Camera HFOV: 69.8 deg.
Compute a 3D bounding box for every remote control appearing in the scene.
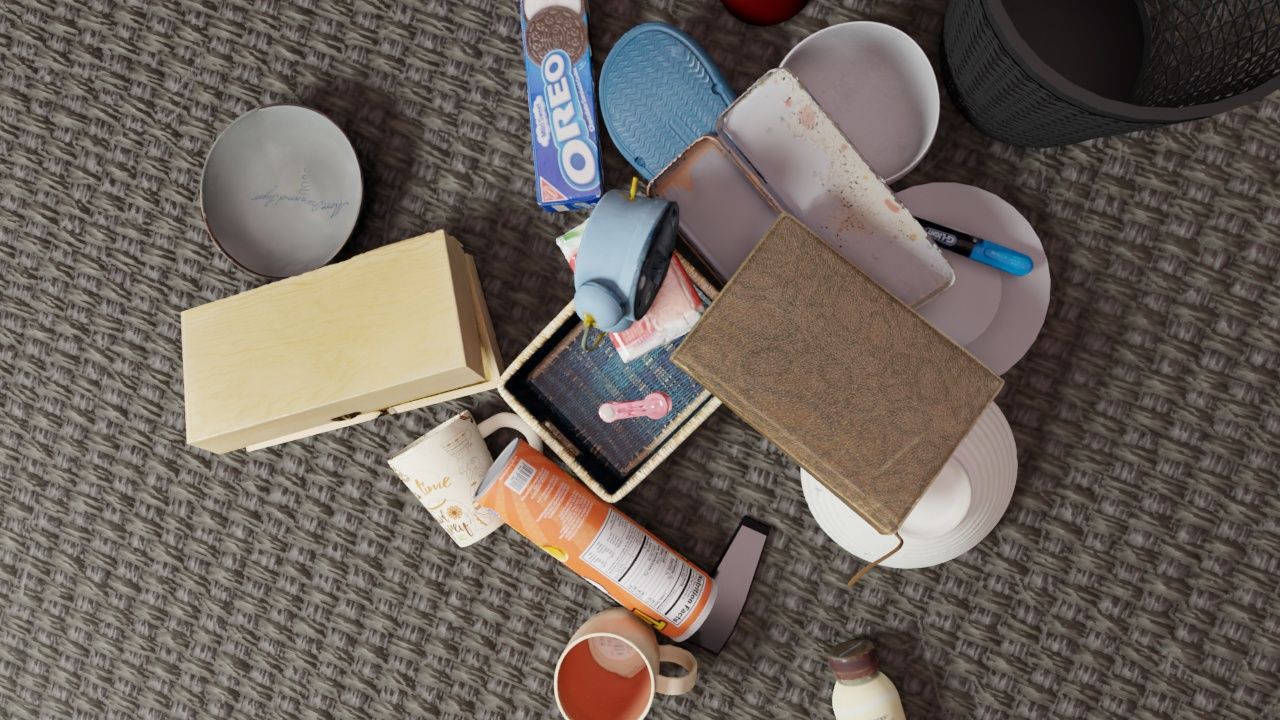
[{"bbox_3d":[0.078,0.198,0.803,0.039,0.010,0.125,23,95,5],"label":"remote control"}]

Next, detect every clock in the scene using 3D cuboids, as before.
[{"bbox_3d":[-0.014,-0.063,0.651,0.052,0.088,0.124,20,91,10],"label":"clock"}]

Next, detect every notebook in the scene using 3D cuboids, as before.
[{"bbox_3d":[0.135,0.026,0.679,0.215,0.034,0.190,38,83,0],"label":"notebook"}]

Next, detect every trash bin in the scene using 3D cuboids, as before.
[{"bbox_3d":[0.314,-0.250,0.633,0.217,0.243,0.217,0,93,7],"label":"trash bin"}]

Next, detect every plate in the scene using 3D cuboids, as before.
[{"bbox_3d":[0.248,-0.060,0.764,0.173,0.019,0.173,0,93,7],"label":"plate"}]

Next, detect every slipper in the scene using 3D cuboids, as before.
[{"bbox_3d":[0.048,-0.179,0.765,0.104,0.059,0.214,-37,102,15],"label":"slipper"}]

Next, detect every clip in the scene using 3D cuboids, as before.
[{"bbox_3d":[-0.003,0.037,0.730,0.059,0.038,0.022,-7,95,6],"label":"clip"}]

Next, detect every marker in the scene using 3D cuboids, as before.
[{"bbox_3d":[0.257,-0.096,0.743,0.123,0.015,0.018,21,96,7],"label":"marker"}]

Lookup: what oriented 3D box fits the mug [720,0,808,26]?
[{"bbox_3d":[0.103,-0.338,0.732,0.087,0.088,0.114,8,94,6],"label":"mug"}]

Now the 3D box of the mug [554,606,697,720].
[{"bbox_3d":[-0.008,0.255,0.770,0.111,0.104,0.085,5,94,6],"label":"mug"}]

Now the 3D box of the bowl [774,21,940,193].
[{"bbox_3d":[0.170,-0.200,0.743,0.132,0.064,0.132,0,93,7],"label":"bowl"}]

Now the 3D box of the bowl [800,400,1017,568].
[{"bbox_3d":[0.221,0.097,0.740,0.177,0.070,0.177,1,101,6],"label":"bowl"}]

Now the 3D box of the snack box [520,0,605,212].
[{"bbox_3d":[-0.067,-0.243,0.775,0.059,0.059,0.226,-4,92,3],"label":"snack box"}]

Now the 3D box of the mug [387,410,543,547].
[{"bbox_3d":[-0.141,0.095,0.802,0.121,0.081,0.097,-33,96,-14],"label":"mug"}]

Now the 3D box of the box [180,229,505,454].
[{"bbox_3d":[-0.256,-0.009,0.803,0.249,0.123,0.140,-15,68,7],"label":"box"}]

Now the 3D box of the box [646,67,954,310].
[{"bbox_3d":[0.125,-0.102,0.719,0.154,0.058,0.216,-40,97,22],"label":"box"}]

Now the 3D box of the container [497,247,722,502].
[{"bbox_3d":[-0.005,0.005,0.772,0.187,0.071,0.145,-45,87,7],"label":"container"}]

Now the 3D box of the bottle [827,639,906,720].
[{"bbox_3d":[0.199,0.319,0.772,0.056,0.056,0.162,-17,91,7],"label":"bottle"}]

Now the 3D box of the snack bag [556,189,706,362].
[{"bbox_3d":[-0.005,-0.063,0.713,0.077,0.036,0.116,-29,89,7],"label":"snack bag"}]

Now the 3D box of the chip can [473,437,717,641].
[{"bbox_3d":[-0.036,0.150,0.765,0.210,0.062,0.062,37,97,-10],"label":"chip can"}]

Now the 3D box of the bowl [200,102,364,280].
[{"bbox_3d":[-0.304,-0.146,0.809,0.151,0.056,0.151,0,93,7],"label":"bowl"}]
